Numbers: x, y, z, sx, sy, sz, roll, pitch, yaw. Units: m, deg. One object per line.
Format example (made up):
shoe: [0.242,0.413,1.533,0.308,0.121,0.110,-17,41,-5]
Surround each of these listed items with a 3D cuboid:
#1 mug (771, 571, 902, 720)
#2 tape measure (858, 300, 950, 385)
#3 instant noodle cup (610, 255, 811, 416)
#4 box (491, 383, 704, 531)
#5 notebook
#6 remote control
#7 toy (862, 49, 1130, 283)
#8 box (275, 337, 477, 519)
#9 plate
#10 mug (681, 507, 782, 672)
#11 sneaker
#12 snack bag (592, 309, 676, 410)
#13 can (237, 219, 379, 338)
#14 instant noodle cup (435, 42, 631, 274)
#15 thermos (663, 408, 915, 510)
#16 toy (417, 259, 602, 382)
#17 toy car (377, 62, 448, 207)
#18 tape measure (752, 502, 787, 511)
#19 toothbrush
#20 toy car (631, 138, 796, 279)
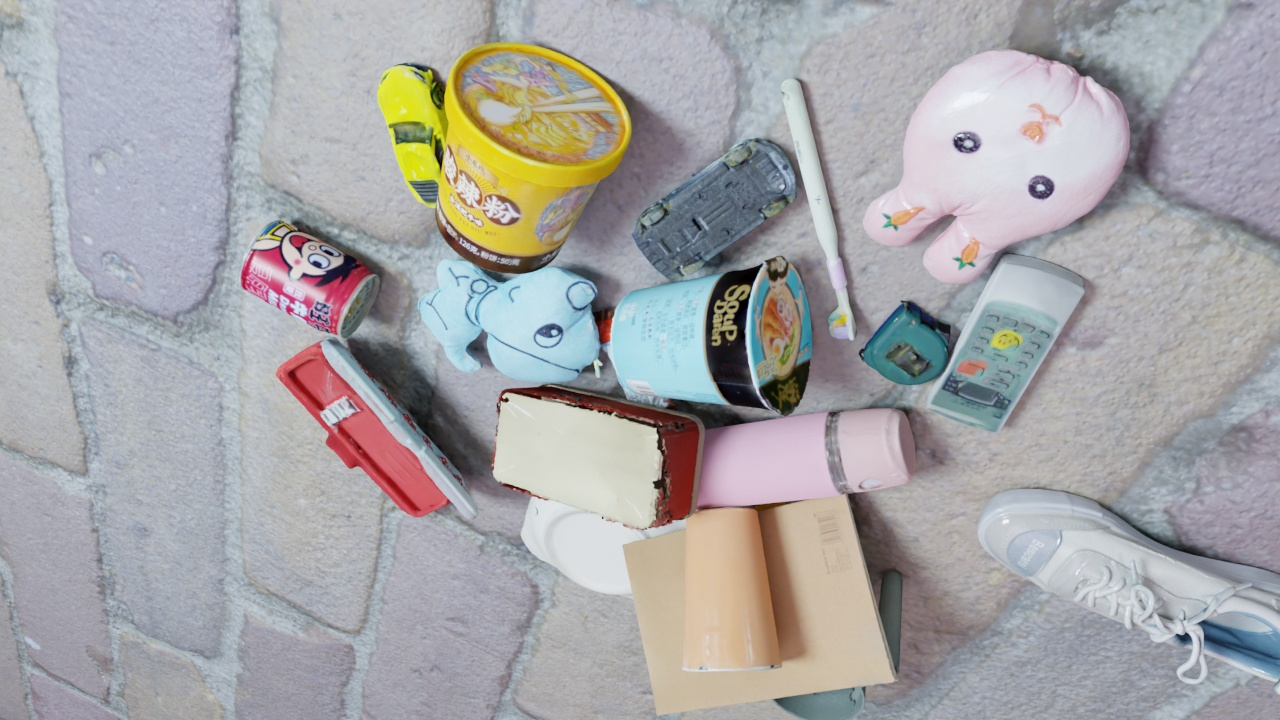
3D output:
mug: [0.172,0.240,0.791,0.124,0.103,0.083,-34,108,34]
tape measure: [0.191,-0.008,0.653,0.054,0.025,0.058,32,130,-3]
instant noodle cup: [0.047,-0.016,0.658,0.121,0.111,0.111,-1,125,32]
box: [-0.042,0.075,0.722,0.168,0.077,0.091,11,99,35]
notebook: [0.090,0.204,0.762,0.212,0.012,0.149,-19,75,25]
remote control: [0.249,-0.009,0.634,0.056,0.019,0.135,20,129,6]
toy: [0.210,-0.110,0.558,0.121,0.054,0.160,29,137,-1]
box: [-0.234,0.065,0.841,0.160,0.064,0.201,-12,121,50]
plate: [-0.033,0.169,0.861,0.163,0.034,0.165,23,128,3]
mug: [0.069,0.182,0.731,0.078,0.122,0.078,-2,164,-1]
sneaker: [0.369,0.176,0.680,0.242,0.090,0.090,19,128,7]
snack bag: [-0.004,0.004,0.733,0.048,0.026,0.104,-4,125,39]
can: [-0.271,-0.066,0.755,0.094,0.066,0.067,29,129,-1]
instant noodle cup: [-0.081,-0.129,0.613,0.118,0.118,0.115,30,137,-2]
thermos: [0.115,0.082,0.728,0.199,0.067,0.087,-11,149,25]
toy: [-0.099,-0.028,0.731,0.156,0.049,0.162,38,130,-3]
toy car: [-0.161,-0.161,0.668,0.048,0.032,0.105,1,123,20]
tape measure: [0.118,0.147,0.791,0.060,0.028,0.057,-30,110,31]
toothbrush: [0.120,-0.097,0.619,0.020,0.029,0.190,-26,119,-13]
toy car: [0.050,-0.104,0.630,0.121,0.036,0.054,-33,108,25]
